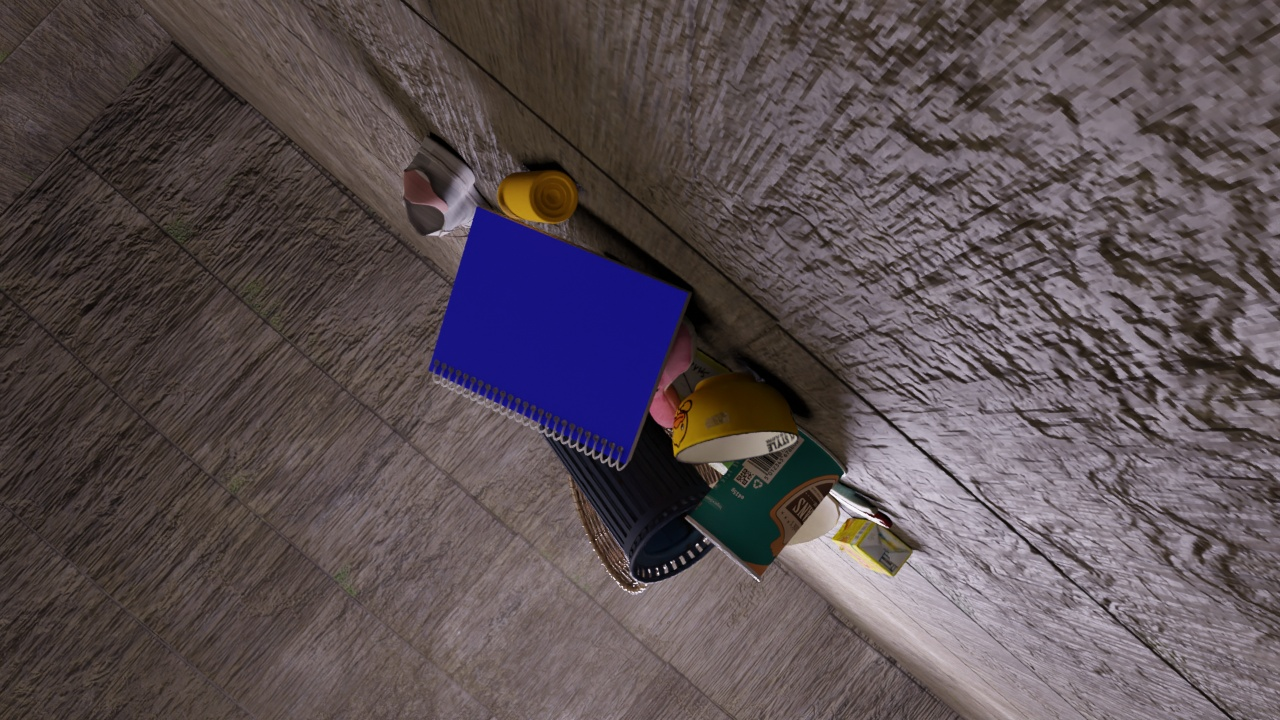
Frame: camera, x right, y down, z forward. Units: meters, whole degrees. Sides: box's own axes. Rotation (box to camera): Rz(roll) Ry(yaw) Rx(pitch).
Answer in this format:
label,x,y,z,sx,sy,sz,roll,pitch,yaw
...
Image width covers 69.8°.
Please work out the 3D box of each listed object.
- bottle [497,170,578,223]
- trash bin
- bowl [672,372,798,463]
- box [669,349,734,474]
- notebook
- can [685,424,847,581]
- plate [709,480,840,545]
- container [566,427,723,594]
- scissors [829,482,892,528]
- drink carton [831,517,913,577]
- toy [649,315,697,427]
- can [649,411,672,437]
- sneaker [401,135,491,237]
label,x,y,z,sx,sy,sz,roll,pitch,yaw
bottle,-0.096,-0.145,0.808,0.043,0.043,0.144,44,173,-23
trash bin,-0.017,0.127,1.108,0.249,0.139,0.139,50,180,35
bowl,0.085,0.051,0.862,0.117,0.117,0.067,59,-159,-70
box,0.079,0.066,1.051,0.124,0.079,0.221,36,170,38
notebook,-0.078,-0.020,0.816,0.209,0.172,0.022,24,-164,15
can,0.131,0.142,0.959,0.099,0.144,0.099,40,174,5
plate,0.165,0.189,1.205,0.189,0.027,0.189,5,142,4
container,0.030,0.192,1.329,0.227,0.195,0.227,49,150,40
scissors,0.225,0.151,1.057,0.140,0.015,0.189,39,175,9
drink carton,0.279,0.227,1.118,0.058,0.043,0.134,39,174,4
toy,-0.043,-0.002,0.909,0.266,0.127,0.186,-12,100,64
can,0.025,0.090,1.527,0.128,0.072,0.072,41,173,3
sneaker,-0.250,-0.194,1.140,0.099,0.089,0.236,40,173,5
